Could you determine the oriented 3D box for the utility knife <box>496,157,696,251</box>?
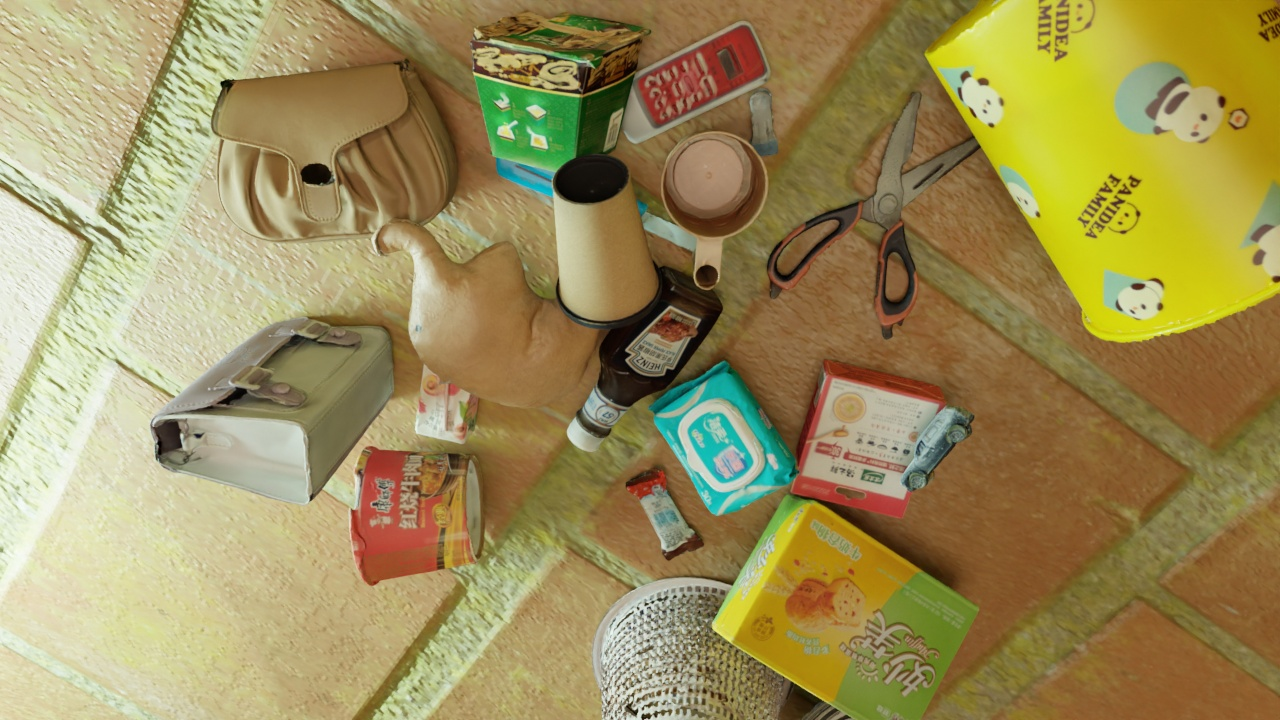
[{"bbox_3d":[-0.032,-0.144,0.828,0.214,0.018,0.034,23,112,-4],"label":"utility knife"}]

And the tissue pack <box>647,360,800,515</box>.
[{"bbox_3d":[0.078,0.074,0.868,0.093,0.050,0.133,-35,82,19],"label":"tissue pack"}]

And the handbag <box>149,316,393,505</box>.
[{"bbox_3d":[-0.326,0.033,0.837,0.145,0.196,0.098,4,114,5],"label":"handbag"}]

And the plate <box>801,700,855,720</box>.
[{"bbox_3d":[0.216,0.404,0.985,0.179,0.024,0.180,-11,120,-20],"label":"plate"}]

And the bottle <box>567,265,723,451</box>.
[{"bbox_3d":[-0.005,0.005,0.863,0.079,0.044,0.195,22,116,-31],"label":"bottle"}]

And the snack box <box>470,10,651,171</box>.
[{"bbox_3d":[-0.065,-0.217,0.750,0.117,0.118,0.106,18,126,20],"label":"snack box"}]

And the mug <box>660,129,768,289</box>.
[{"bbox_3d":[0.058,-0.131,0.769,0.084,0.103,0.125,3,107,1],"label":"mug"}]

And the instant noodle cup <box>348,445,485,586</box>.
[{"bbox_3d":[-0.216,0.151,0.913,0.108,0.137,0.138,-4,112,-2],"label":"instant noodle cup"}]

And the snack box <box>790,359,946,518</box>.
[{"bbox_3d":[0.213,0.075,0.873,0.113,0.044,0.127,14,112,0],"label":"snack box"}]

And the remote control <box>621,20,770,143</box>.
[{"bbox_3d":[0.041,-0.236,0.780,0.136,0.020,0.056,-22,109,14],"label":"remote control"}]

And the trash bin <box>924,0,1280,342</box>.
[{"bbox_3d":[0.359,-0.182,0.664,0.230,0.229,0.255,-38,98,18],"label":"trash bin"}]

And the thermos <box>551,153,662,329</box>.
[{"bbox_3d":[-0.032,-0.095,0.755,0.093,0.092,0.143,-1,141,7],"label":"thermos"}]

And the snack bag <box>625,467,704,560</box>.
[{"bbox_3d":[0.025,0.158,0.938,0.045,0.026,0.105,-26,108,6],"label":"snack bag"}]

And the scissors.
[{"bbox_3d":[0.205,-0.121,0.811,0.189,0.015,0.227,-3,111,8],"label":"scissors"}]

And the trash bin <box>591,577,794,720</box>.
[{"bbox_3d":[0.049,0.367,0.932,0.227,0.191,0.228,2,112,6],"label":"trash bin"}]

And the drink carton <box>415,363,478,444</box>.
[{"bbox_3d":[-0.184,0.017,0.894,0.053,0.045,0.123,13,112,2],"label":"drink carton"}]

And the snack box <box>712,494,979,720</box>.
[{"bbox_3d":[0.200,0.251,0.897,0.210,0.070,0.157,33,81,-6],"label":"snack box"}]

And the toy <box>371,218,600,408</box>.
[{"bbox_3d":[-0.141,-0.038,0.817,0.226,0.082,0.143,25,91,-28],"label":"toy"}]

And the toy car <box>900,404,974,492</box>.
[{"bbox_3d":[0.264,0.079,0.824,0.034,0.042,0.091,38,108,18],"label":"toy car"}]

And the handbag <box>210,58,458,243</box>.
[{"bbox_3d":[-0.268,-0.176,0.797,0.204,0.099,0.148,-5,114,4],"label":"handbag"}]

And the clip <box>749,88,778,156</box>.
[{"bbox_3d":[0.105,-0.203,0.787,0.025,0.032,0.057,-2,116,9],"label":"clip"}]
